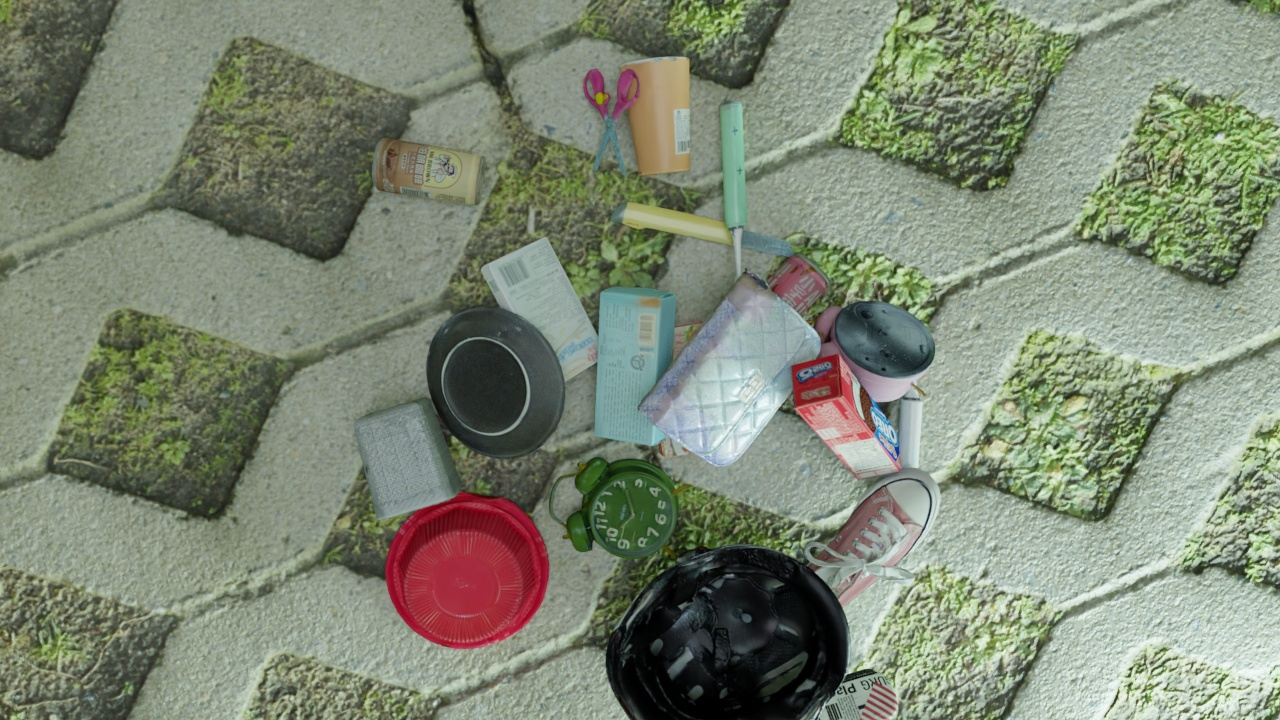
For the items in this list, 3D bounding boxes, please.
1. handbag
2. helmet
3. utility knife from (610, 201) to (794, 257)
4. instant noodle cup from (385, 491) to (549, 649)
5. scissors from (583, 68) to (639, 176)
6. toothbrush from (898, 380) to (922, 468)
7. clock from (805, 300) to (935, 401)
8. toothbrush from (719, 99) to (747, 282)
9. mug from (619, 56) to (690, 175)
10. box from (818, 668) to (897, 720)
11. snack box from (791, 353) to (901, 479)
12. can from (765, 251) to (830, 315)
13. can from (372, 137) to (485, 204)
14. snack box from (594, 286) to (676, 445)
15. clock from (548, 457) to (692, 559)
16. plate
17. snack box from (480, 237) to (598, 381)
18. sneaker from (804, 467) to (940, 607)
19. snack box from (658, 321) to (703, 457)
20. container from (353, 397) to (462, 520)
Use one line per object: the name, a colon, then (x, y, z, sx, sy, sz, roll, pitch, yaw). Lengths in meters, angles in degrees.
handbag: (0.101, 0.013, 0.994, 0.134, 0.075, 0.194, 35, 93, -33)
helmet: (0.101, 0.314, 1.045, 0.274, 0.156, 0.230, -39, 88, 10)
utility knife: (0.075, -0.152, 1.071, 0.220, 0.022, 0.031, 12, 98, 0)
instant noodle cup: (-0.203, 0.253, 1.066, 0.194, 0.066, 0.194, 0, 95, -4)
scissors: (-0.030, -0.270, 1.018, 0.017, 0.131, 0.133, -10, 81, -38)
toothbrush: (0.326, 0.077, 1.112, 0.026, 0.027, 0.221, -1, 96, -28)
clock: (0.253, -0.012, 1.055, 0.158, 0.117, 0.060, 13, 139, 1)
toothbrush: (0.109, -0.187, 1.056, 0.027, 0.026, 0.224, -3, 90, -29)
mug: (0.022, -0.272, 1.029, 0.078, 0.078, 0.123, -8, 101, -4)
box: (0.231, 0.427, 1.111, 0.163, 0.083, 0.075, -19, 90, 0)
snack box: (0.232, 0.068, 1.025, 0.058, 0.207, 0.057, -16, 54, 26)
can: (0.150, -0.056, 1.067, 0.058, 0.058, 0.147, 44, 91, -7)
can: (-0.234, -0.209, 1.019, 0.116, 0.058, 0.058, 8, 95, -6)
snack box: (-0.006, 0.006, 1.043, 0.074, 0.051, 0.175, 8, 102, 24)
clock: (-0.027, 0.174, 1.076, 0.161, 0.056, 0.116, 11, 94, -6)
plate: (-0.169, 0.028, 1.027, 0.180, 0.024, 0.179, 6, 105, 22)
snack box: (-0.108, -0.054, 1.042, 0.084, 0.027, 0.157, -32, 99, -32)
sneaker: (0.261, 0.227, 1.076, 0.118, 0.087, 0.241, 44, 98, 3)
snack box: (0.050, 0.034, 1.084, 0.075, 0.025, 0.153, -9, 97, -4)
container: (-0.264, 0.107, 1.035, 0.090, 0.090, 0.114, -16, 93, -4)
